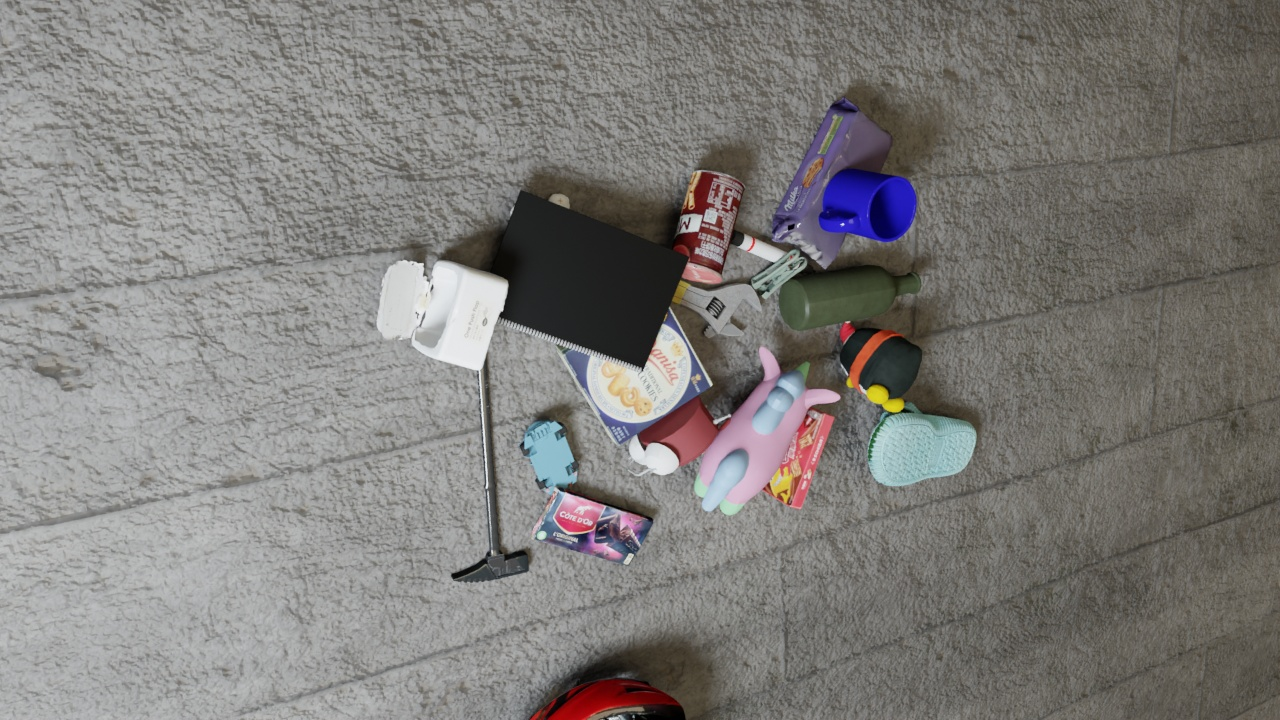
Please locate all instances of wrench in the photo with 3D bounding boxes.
[{"bbox_3d":[0.038,-0.094,1.149,0.273,0.018,0.083,21,93,-29],"label":"wrench"}]

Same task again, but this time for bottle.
[{"bbox_3d":[0.290,-0.091,1.243,0.206,0.071,0.071,-11,107,-23],"label":"bottle"}]

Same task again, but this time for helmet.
[{"bbox_3d":[-0.064,0.516,1.165,0.271,0.167,0.217,-25,112,-19],"label":"helmet"}]

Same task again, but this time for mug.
[{"bbox_3d":[0.271,-0.187,1.138,0.111,0.083,0.079,-26,118,-19],"label":"mug"}]

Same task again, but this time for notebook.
[{"bbox_3d":[-0.066,-0.086,1.050,0.206,0.016,0.149,20,99,-15],"label":"notebook"}]

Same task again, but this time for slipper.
[{"bbox_3d":[0.405,0.124,1.358,0.275,0.069,0.116,5,102,-42],"label":"slipper"}]

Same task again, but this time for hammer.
[{"bbox_3d":[-0.189,0.112,1.093,0.094,0.015,0.325,-8,105,-24],"label":"hammer"}]

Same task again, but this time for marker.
[{"bbox_3d":[0.176,-0.139,1.205,0.145,0.019,0.019,18,94,-28],"label":"marker"}]

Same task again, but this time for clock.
[{"bbox_3d":[0.040,0.096,1.153,0.137,0.096,0.048,-41,110,-12],"label":"clock"}]

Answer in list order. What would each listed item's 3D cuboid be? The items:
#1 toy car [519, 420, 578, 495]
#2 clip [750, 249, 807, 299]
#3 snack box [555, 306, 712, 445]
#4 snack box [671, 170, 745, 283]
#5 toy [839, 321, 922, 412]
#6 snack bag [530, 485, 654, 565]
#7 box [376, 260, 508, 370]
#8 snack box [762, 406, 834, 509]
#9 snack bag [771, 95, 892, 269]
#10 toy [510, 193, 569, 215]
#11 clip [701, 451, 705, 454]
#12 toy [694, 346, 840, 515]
[{"bbox_3d":[-0.113,0.115,1.122,0.060,0.027,0.108,-30,131,-16],"label":"toy car"},{"bbox_3d":[0.182,-0.114,1.196,0.076,0.023,0.047,-38,122,18],"label":"clip"},{"bbox_3d":[-0.007,0.007,1.128,0.145,0.042,0.144,-32,114,-5],"label":"snack box"},{"bbox_3d":[0.079,-0.161,1.112,0.072,0.072,0.121,18,83,-28],"label":"snack box"},{"bbox_3d":[0.324,0.000,1.268,0.097,0.119,0.100,23,103,-52],"label":"toy"},{"bbox_3d":[-0.060,0.214,1.173,0.155,0.018,0.075,23,102,-29],"label":"snack bag"},{"bbox_3d":[-0.228,-0.060,0.978,0.130,0.103,0.110,19,91,-36],"label":"box"},{"bbox_3d":[0.208,0.124,1.246,0.021,0.089,0.133,16,95,-30],"label":"snack box"},{"bbox_3d":[0.253,-0.230,1.198,0.096,0.058,0.205,26,90,-29],"label":"snack bag"},{"bbox_3d":[-0.102,-0.127,1.062,0.075,0.037,0.125,-17,104,-16],"label":"toy"},{"bbox_3d":[0.074,0.110,1.214,0.062,0.025,0.047,23,91,-34],"label":"clip"},{"bbox_3d":[0.148,0.097,1.169,0.221,0.120,0.172,-42,161,-51],"label":"toy"}]
